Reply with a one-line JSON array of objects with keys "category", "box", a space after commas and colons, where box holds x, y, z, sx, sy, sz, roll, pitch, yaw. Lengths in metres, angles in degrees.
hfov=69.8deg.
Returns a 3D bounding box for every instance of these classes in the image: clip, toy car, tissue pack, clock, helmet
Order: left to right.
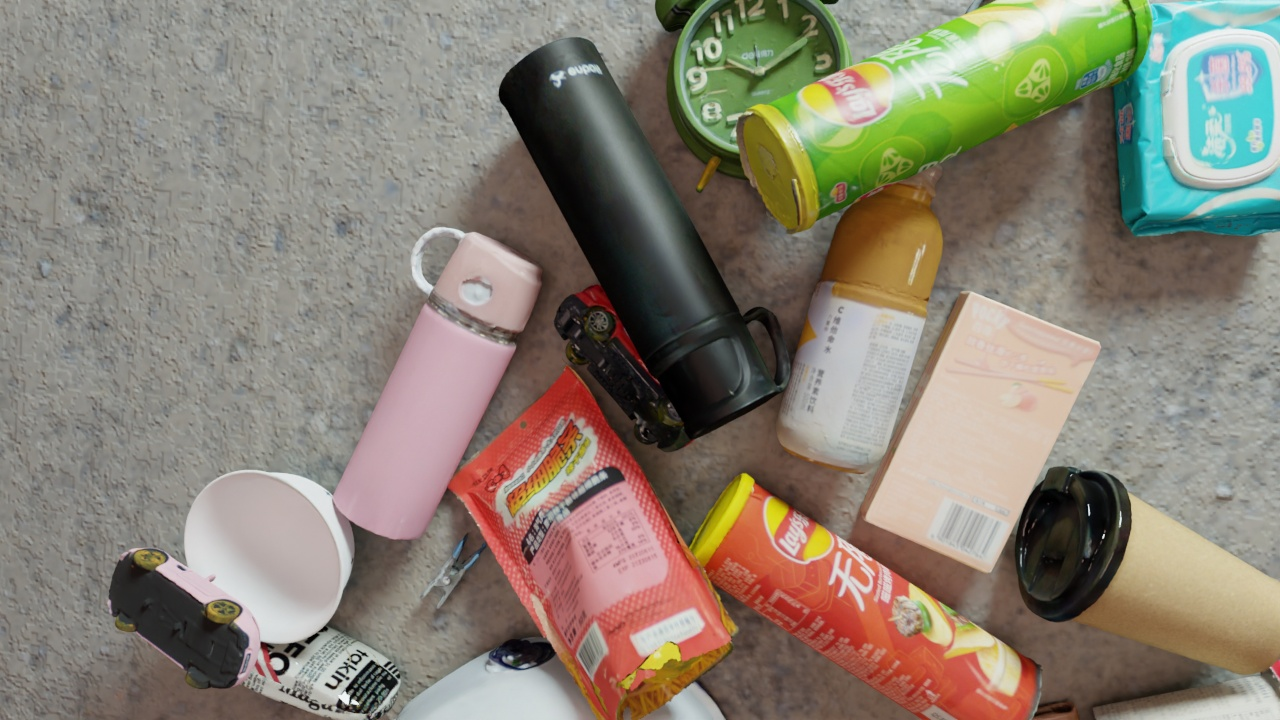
[{"category": "toy car", "box": [-0.291, 0.163, 0.589, 0.122, 0.037, 0.056, 24, 97, 22]}, {"category": "clip", "box": [-0.130, 0.145, 0.630, 0.038, 0.026, 0.058, 34, 103, -4]}, {"category": "helmet", "box": [-0.065, 0.303, 0.573, 0.259, 0.145, 0.229, -18, 93, 9]}, {"category": "toy car", "box": [-0.003, 0.003, 0.583, 0.045, 0.053, 0.120, -37, 87, -29]}, {"category": "clock", "box": [0.070, -0.187, 0.554, 0.116, 0.056, 0.161, -7, 94, 8]}, {"category": "tissue pack", "box": [0.325, -0.136, 0.524, 0.093, 0.050, 0.133, -5, 95, 8]}]

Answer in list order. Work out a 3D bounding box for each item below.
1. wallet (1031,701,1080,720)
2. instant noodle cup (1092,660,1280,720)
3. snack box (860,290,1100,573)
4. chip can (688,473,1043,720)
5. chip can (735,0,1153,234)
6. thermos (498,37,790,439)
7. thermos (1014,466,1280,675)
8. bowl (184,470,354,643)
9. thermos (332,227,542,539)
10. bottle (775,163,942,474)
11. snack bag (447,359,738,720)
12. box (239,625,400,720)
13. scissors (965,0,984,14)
[{"category": "wallet", "box": [0.237, 0.281, 0.593, 0.115, 0.020, 0.101, -18, 91, 12]}, {"category": "instant noodle cup", "box": [0.341, 0.246, 0.533, 0.124, 0.116, 0.116, -13, 93, 21]}, {"category": "snack box", "box": [0.208, 0.044, 0.570, 0.084, 0.026, 0.157, 23, 98, 6]}, {"category": "chip can", "box": [0.135, 0.156, 0.568, 0.216, 0.073, 0.073, 33, 99, 4]}, {"category": "chip can", "box": [0.165, -0.145, 0.498, 0.221, 0.072, 0.072, -26, 91, -5]}, {"category": "thermos", "box": [0.007, -0.076, 0.555, 0.242, 0.089, 0.069, 61, 144, 8]}, {"category": "thermos", "box": [0.296, 0.126, 0.538, 0.143, 0.093, 0.093, 23, 98, -2]}, {"category": "bowl", "box": [-0.235, 0.122, 0.618, 0.118, 0.064, 0.118, 3, 101, 15]}, {"category": "thermos", "box": [-0.138, 0.011, 0.596, 0.087, 0.067, 0.199, 27, 100, 3]}, {"category": "bottle", "box": [0.136, -0.029, 0.552, 0.068, 0.068, 0.189, 16, 94, 6]}, {"category": "snack bag", "box": [-0.035, 0.113, 0.570, 0.129, 0.073, 0.208, -46, 60, 16]}, {"category": "box", "box": [-0.243, 0.200, 0.631, 0.164, 0.068, 0.052, 21, 117, 3]}, {"category": "scissors", "box": [0.254, -0.244, 0.543, 0.163, 0.014, 0.165, -17, 93, 9]}]
